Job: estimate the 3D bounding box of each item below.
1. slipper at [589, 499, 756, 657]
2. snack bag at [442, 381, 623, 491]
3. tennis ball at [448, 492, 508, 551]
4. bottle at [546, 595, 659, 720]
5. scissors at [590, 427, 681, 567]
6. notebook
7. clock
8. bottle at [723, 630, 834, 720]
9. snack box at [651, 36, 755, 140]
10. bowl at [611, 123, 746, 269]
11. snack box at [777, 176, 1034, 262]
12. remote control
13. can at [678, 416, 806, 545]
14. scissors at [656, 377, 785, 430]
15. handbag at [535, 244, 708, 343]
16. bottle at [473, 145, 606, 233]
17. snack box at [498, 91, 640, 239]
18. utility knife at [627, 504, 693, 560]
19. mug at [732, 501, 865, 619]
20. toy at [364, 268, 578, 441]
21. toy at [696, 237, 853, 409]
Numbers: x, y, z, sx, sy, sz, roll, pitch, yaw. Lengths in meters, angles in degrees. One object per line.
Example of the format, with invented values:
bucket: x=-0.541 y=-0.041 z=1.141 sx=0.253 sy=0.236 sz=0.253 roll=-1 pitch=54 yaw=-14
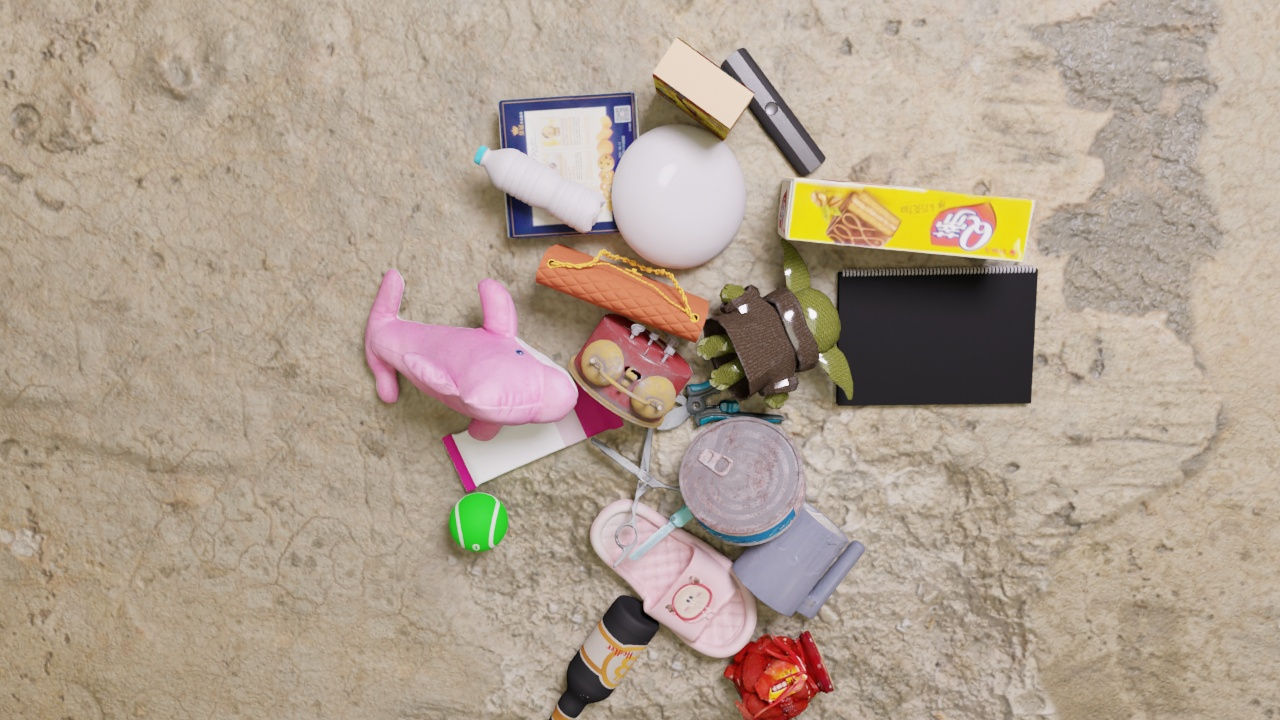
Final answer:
slipper: x=0.038 y=0.242 z=1.027 sx=0.221 sy=0.055 sz=0.107 roll=42 pitch=97 yaw=-1
snack bag: x=-0.121 y=0.080 z=1.029 sx=0.197 sy=0.016 sz=0.070 roll=-24 pitch=95 yaw=6
tennis ball: x=-0.181 y=0.180 z=1.024 sx=0.065 sy=0.065 sz=0.065 roll=1 pitch=99 yaw=3
bottle: x=-0.052 y=0.356 z=1.049 sx=0.059 sy=0.059 sz=0.182 roll=34 pitch=100 yaw=-3
scissors: x=0.003 y=0.143 z=1.006 sx=0.141 sy=0.014 sz=0.175 roll=17 pitch=76 yaw=-13
notebook: x=0.317 y=-0.026 z=0.988 sx=0.207 sy=0.016 sz=0.149 roll=-1 pitch=100 yaw=3
clock: x=-0.006 y=0.006 z=0.939 sx=0.117 sy=0.158 sz=0.081 roll=34 pitch=105 yaw=-3
bottle: x=0.151 y=0.353 z=1.019 sx=0.111 sy=0.099 sz=0.099 roll=-22 pitch=97 yaw=2
snack box: x=0.061 y=-0.265 z=0.907 sx=0.088 sy=0.125 sz=0.040 roll=35 pitch=99 yaw=-3
bowl: x=0.047 y=-0.168 z=0.941 sx=0.149 sy=0.043 sz=0.149 roll=-3 pitch=99 yaw=-18
snack box: x=0.258 y=-0.144 z=0.924 sx=0.230 sy=0.110 sz=0.062 roll=6 pitch=102 yaw=2
remote control: x=0.139 y=-0.259 z=0.960 sx=0.033 sy=0.015 sz=0.147 roll=-37 pitch=95 yaw=8
can: x=0.109 y=0.127 z=0.974 sx=0.130 sy=0.044 sz=0.129 roll=-7 pitch=61 yaw=12
scissors: x=0.091 y=0.036 z=1.009 sx=0.155 sy=0.019 sz=0.124 roll=18 pitch=99 yaw=-1
handbag: x=-0.015 y=-0.075 z=0.951 sx=0.172 sy=0.108 sz=0.060 roll=21 pitch=100 yaw=0
bottle: x=-0.104 y=-0.177 z=0.928 sx=0.136 sy=0.044 sz=0.044 roll=28 pitch=99 yaw=-3
snack box: x=-0.071 y=-0.203 z=0.967 sx=0.145 sy=0.042 sz=0.144 roll=-2 pitch=100 yaw=4
utility knife: x=0.052 y=0.165 z=1.004 sx=0.165 sy=0.015 sz=0.022 roll=-38 pitch=101 yaw=-15
mug: x=0.179 y=0.221 z=1.011 sx=0.124 sy=0.084 sz=0.104 roll=33 pitch=98 yaw=-27
toy: x=-0.195 y=0.008 z=0.947 sx=0.266 sy=0.127 sz=0.187 roll=18 pitch=111 yaw=23
toy: x=0.135 y=-0.022 z=0.955 sx=0.152 sy=0.078 sz=0.179 roll=-23 pitch=90 yaw=-16
